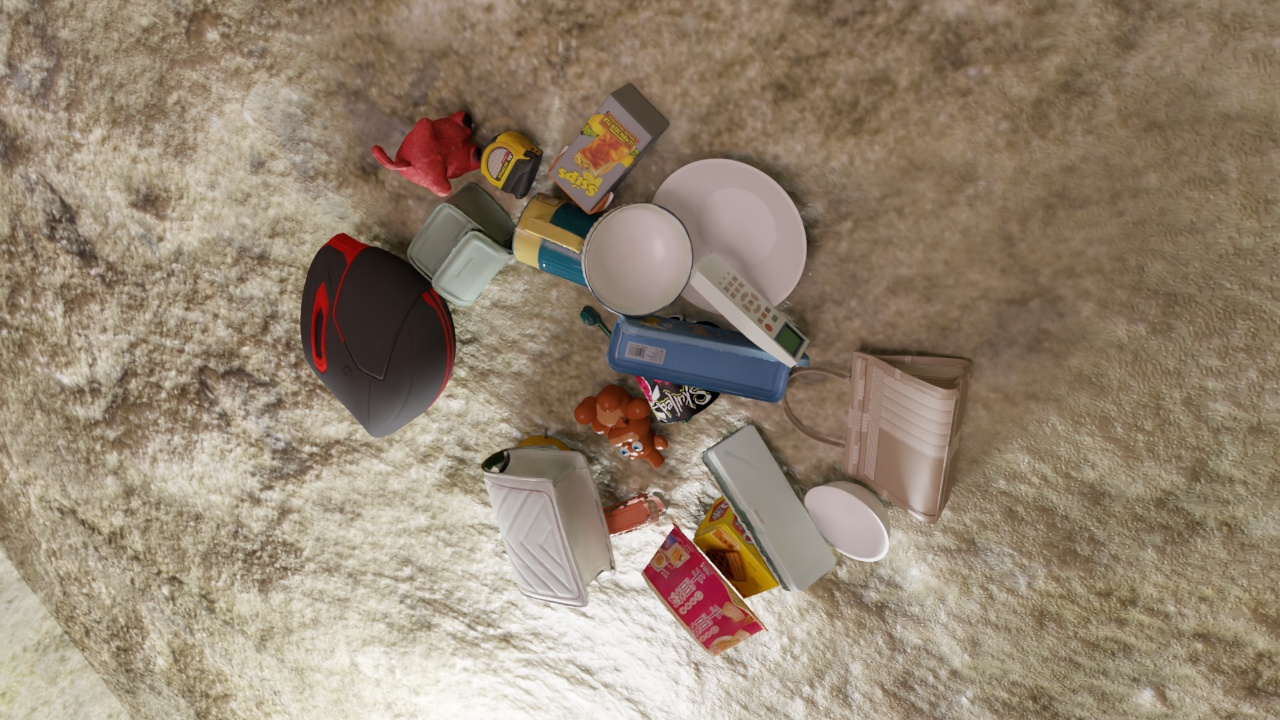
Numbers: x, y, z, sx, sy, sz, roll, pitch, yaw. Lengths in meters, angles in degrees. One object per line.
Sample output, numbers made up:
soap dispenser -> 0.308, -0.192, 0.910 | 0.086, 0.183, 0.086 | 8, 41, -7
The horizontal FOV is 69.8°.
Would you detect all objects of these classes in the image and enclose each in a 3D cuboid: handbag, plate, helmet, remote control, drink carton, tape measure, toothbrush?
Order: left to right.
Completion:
helmet -> -0.323, -0.023, 1.180 | 0.170, 0.163, 0.265 | 12, 114, 8
handbag -> -0.213, -0.138, 1.111 | 0.106, 0.067, 0.122 | 44, 129, -4
tape measure -> -0.147, -0.226, 1.039 | 0.064, 0.037, 0.066 | 32, 127, 7
handbag -> -0.122, 0.215, 1.207 | 0.142, 0.095, 0.199 | 3, 117, 33
drink carton -> -0.035, -0.223, 0.973 | 0.076, 0.048, 0.125 | 45, 129, -3
toothbrush -> -0.007, 0.007, 1.120 | 0.190, 0.017, 0.016 | 47, 129, -5
plate -> 0.095, -0.133, 0.966 | 0.174, 0.036, 0.174 | 14, 124, 21
remote control -> 0.109, -0.051, 0.951 | 0.143, 0.049, 0.024 | 43, 129, -2
handbag -> 0.244, 0.066, 1.003 | 0.198, 0.062, 0.176 | 17, 128, 29

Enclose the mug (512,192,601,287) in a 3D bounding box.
mug -> -0.082, -0.131, 1.016 | 0.107, 0.113, 0.083 | 25, 94, 12

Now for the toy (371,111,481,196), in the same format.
toy -> -0.253, -0.228, 1.044 | 0.094, 0.132, 0.088 | 2, 110, 38

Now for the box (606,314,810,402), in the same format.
box -> 0.071, 0.003, 0.984 | 0.209, 0.077, 0.074 | 10, 104, -11

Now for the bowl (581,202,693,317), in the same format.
bowl -> -0.010, -0.109, 0.959 | 0.062, 0.118, 0.118 | 40, 151, 64

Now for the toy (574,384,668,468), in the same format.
toy -> -0.018, 0.088, 1.149 | 0.095, 0.065, 0.128 | -24, 110, 39

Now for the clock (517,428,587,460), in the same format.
clock -> -0.140, 0.169, 1.274 | 0.113, 0.051, 0.152 | 37, 125, 3

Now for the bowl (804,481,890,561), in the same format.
bowl -> 0.249, 0.177, 1.065 | 0.110, 0.040, 0.110 | 31, 143, 27

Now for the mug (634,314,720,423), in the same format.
mug -> 0.051, 0.003, 1.052 | 0.118, 0.081, 0.098 | -23, 107, 18

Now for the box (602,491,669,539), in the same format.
box -> -0.038, 0.218, 1.265 | 0.189, 0.062, 0.058 | -24, 80, 39

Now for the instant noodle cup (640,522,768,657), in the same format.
instant noodle cup -> 0.072, 0.295, 1.151 | 0.077, 0.179, 0.178 | -41, 97, -4

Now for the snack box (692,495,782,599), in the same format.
snack box -> 0.131, 0.224, 1.138 | 0.106, 0.083, 0.061 | 50, 131, -7

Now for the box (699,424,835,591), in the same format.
box -> 0.154, 0.174, 1.086 | 0.083, 0.066, 0.199 | -33, 89, 1
